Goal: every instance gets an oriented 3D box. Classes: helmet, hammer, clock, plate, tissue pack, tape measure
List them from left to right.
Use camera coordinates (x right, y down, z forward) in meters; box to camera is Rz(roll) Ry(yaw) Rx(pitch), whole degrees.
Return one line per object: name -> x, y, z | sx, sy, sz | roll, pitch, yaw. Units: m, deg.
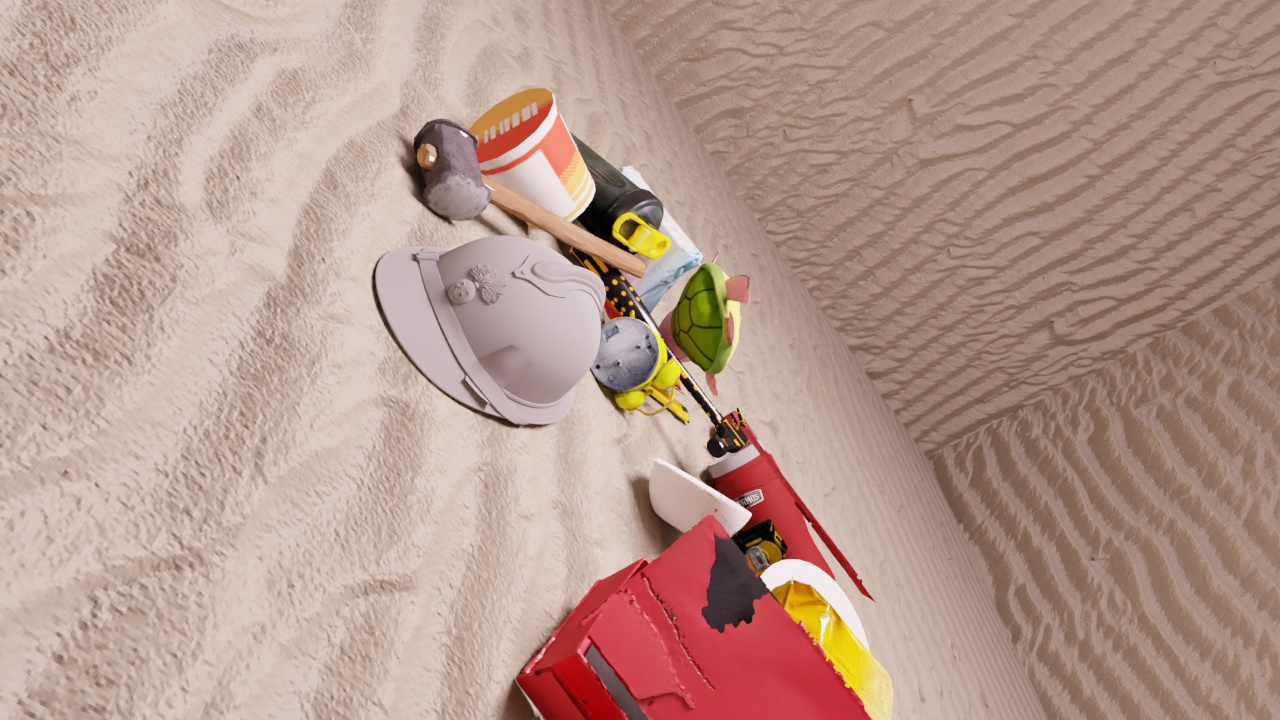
helmet -> -0.098, -0.049, 0.810 | 0.270, 0.118, 0.183 | 17, 45, -62
hammer -> -0.105, -0.153, 0.998 | 0.328, 0.052, 0.098 | 24, 38, -45
clock -> -0.006, 0.006, 1.031 | 0.119, 0.083, 0.057 | 60, 12, 13
tissue pack -> -0.003, -0.161, 1.230 | 0.182, 0.112, 0.070 | 55, 20, 18
hammer -> 0.022, -0.022, 1.101 | 0.320, 0.036, 0.123 | 53, 23, 8
clock -> 0.086, 0.261, 0.912 | 0.122, 0.045, 0.159 | 30, 32, -55
tape measure -> 0.143, 0.227, 1.093 | 0.061, 0.062, 0.034 | 54, 21, -10
plate -> 0.187, 0.327, 1.024 | 0.208, 0.015, 0.208 | 23, 52, -34

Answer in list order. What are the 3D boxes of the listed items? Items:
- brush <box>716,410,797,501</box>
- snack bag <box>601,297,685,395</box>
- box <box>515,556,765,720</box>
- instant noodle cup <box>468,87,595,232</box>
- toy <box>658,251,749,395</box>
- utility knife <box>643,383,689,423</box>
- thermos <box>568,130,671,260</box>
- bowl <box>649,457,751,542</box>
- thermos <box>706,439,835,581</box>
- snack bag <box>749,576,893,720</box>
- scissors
brush -> 0.160, 0.155, 1.297 | 0.173, 0.042, 0.082 | 55, 18, -11
snack bag -> -0.005, -0.029, 1.162 | 0.130, 0.039, 0.144 | 35, 24, -51
box -> 0.026, 0.264, 0.490 | 0.214, 0.171, 0.479 | 54, -8, -1
instant noodle cup -> -0.122, -0.224, 1.057 | 0.121, 0.123, 0.123 | 53, 17, -40
toy -> 0.082, -0.050, 1.172 | 0.238, 0.087, 0.190 | 157, -68, -73
utility knife -> 0.002, 0.026, 1.138 | 0.224, 0.019, 0.030 | 36, 20, -44
thermos -> -0.059, -0.214, 1.167 | 0.221, 0.098, 0.098 | 46, 12, 22
bowl -> 0.054, 0.152, 0.955 | 0.114, 0.050, 0.115 | 30, -3, 1
thermos -> 0.169, 0.202, 1.166 | 0.198, 0.084, 0.107 | 61, 25, 3
snack bag -> 0.184, 0.337, 0.903 | 0.247, 0.068, 0.159 | 50, 45, -38
scissors -> 0.073, 0.297, 0.769 | 0.201, 0.015, 0.203 | 21, 49, -10
